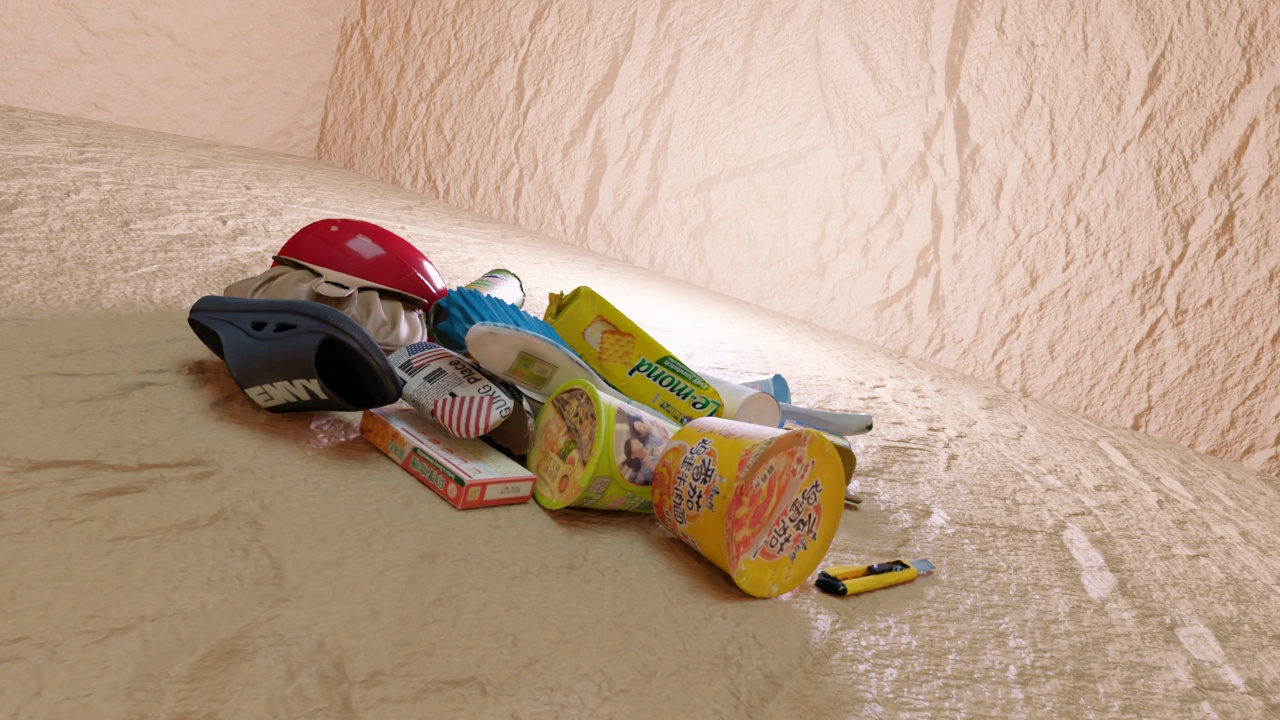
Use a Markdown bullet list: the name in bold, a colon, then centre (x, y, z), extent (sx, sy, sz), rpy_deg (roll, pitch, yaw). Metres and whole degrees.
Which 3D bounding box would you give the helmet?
- **helmet**: centre (-0.335, -0.098, 1.137), extent (0.207, 0.144, 0.239), rpy_deg (23, 12, 38)

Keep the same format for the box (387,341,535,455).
- **box**: centre (-0.168, 0.036, 0.816), extent (0.086, 0.076, 0.162), rpy_deg (-16, 33, -40)

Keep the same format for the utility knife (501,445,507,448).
- **utility knife**: centre (-0.146, 0.052, 0.909), extent (0.029, 0.013, 0.182), rpy_deg (14, 13, -21)

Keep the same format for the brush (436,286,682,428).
- **brush**: centre (-0.046, 0.026, 0.864), extent (0.314, 0.060, 0.109), rpy_deg (27, 9, -40)

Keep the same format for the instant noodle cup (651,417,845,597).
- **instant noodle cup**: centre (0.084, 0.110, 0.760), extent (0.137, 0.138, 0.110), rpy_deg (7, 7, -40)

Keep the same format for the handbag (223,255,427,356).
- **handbag**: centre (-0.322, -0.043, 0.959), extent (0.204, 0.100, 0.147), rpy_deg (16, 27, -6)

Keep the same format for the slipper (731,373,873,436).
- **slipper**: centre (0.185, 0.055, 1.212), extent (0.246, 0.074, 0.104), rpy_deg (8, -1, 26)

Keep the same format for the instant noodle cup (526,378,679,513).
- **instant noodle cup**: centre (-0.018, 0.086, 0.804), extent (0.123, 0.112, 0.112), rpy_deg (20, 8, -35)

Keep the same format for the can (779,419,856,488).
- **can**: centre (0.206, 0.112, 1.109), extent (0.102, 0.057, 0.083), rpy_deg (19, 9, 9)

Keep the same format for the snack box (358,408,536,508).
- **snack box**: centre (-0.168, 0.080, 0.790), extent (0.156, 0.027, 0.077), rpy_deg (26, 14, 39)

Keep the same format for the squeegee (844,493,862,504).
- **squeegee**: centre (0.139, 0.141, 0.914), extent (0.247, 0.040, 0.249), rpy_deg (16, 12, -5)

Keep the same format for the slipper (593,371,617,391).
- **slipper**: centre (-0.050, -0.016, 1.175), extent (0.105, 0.095, 0.252), rpy_deg (15, 25, -19)

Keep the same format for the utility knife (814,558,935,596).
- **utility knife**: centre (0.221, 0.192, 0.838), extent (0.201, 0.015, 0.033), rpy_deg (5, 19, -47)

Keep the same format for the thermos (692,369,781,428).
- **thermos**: centre (0.078, 0.050, 1.144), extent (0.073, 0.073, 0.224), rpy_deg (10, 5, -31)

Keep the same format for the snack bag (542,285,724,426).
- **snack bag**: centre (-0.006, 0.006, 0.996), extent (0.246, 0.068, 0.158), rpy_deg (40, -3, -6)

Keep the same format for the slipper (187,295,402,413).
- **slipper**: centre (-0.317, 0.008, 0.801), extent (0.269, 0.083, 0.111), rpy_deg (10, -37, 33)

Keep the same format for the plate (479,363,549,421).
- **plate**: centre (-0.078, 0.049, 0.943), extent (0.205, 0.045, 0.204), rpy_deg (29, 8, -5)

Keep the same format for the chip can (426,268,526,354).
- **chip can**: centre (-0.203, -0.067, 1.167), extent (0.072, 0.072, 0.235), rpy_deg (17, 14, 0)

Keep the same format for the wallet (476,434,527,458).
- **wallet**: centre (-0.145, 0.067, 0.923), extent (0.097, 0.019, 0.120), rpy_deg (18, 10, -3)
